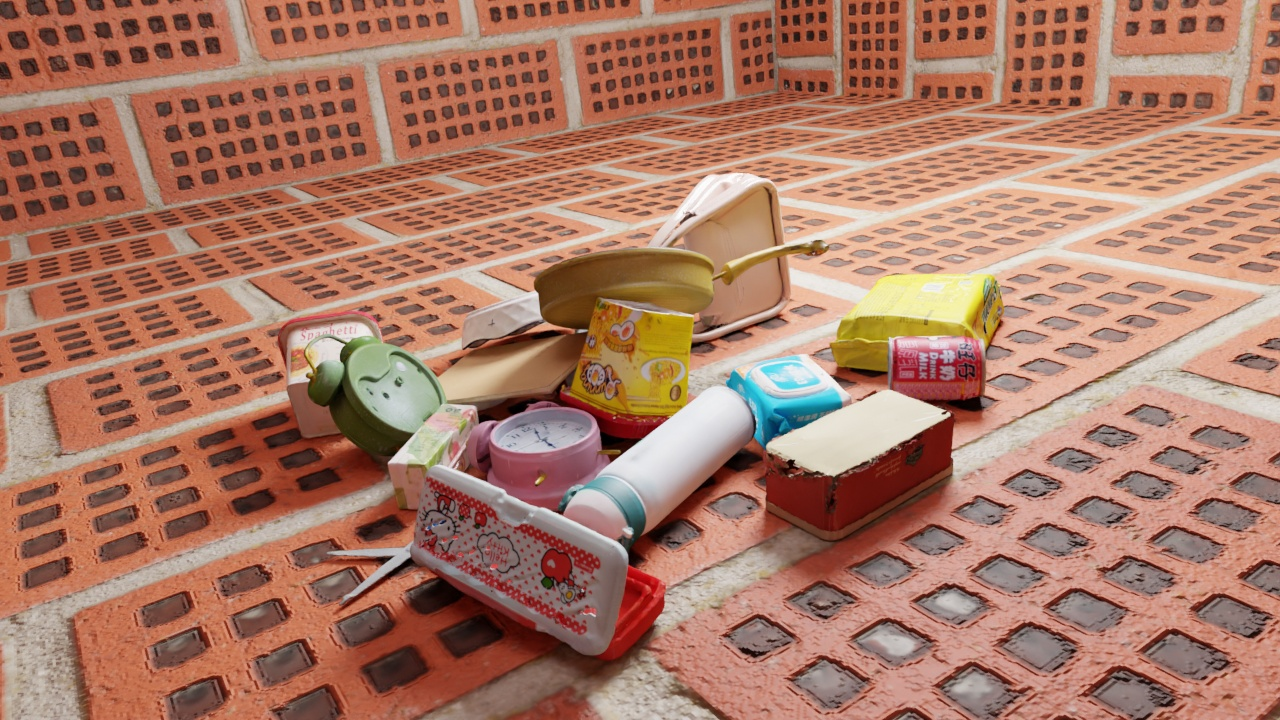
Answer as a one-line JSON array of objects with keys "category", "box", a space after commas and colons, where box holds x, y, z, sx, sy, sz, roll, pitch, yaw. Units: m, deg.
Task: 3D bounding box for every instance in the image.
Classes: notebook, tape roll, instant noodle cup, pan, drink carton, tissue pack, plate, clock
[{"category": "notebook", "box": [-0.151, 0.010, 1.041, 0.212, 0.012, 0.149, -8, 23, 31]}, {"category": "tape roll", "box": [-0.194, 0.037, 1.079, 0.086, 0.014, 0.085, -5, 22, 2]}, {"category": "instant noodle cup", "box": [-0.352, 0.019, 1.053, 0.116, 0.117, 0.124, -9, 34, -8]}, {"category": "pan", "box": [0.057, -0.095, 1.030, 0.357, 0.078, 0.198, -2, -11, -19]}, {"category": "drink carton", "box": [-0.195, 0.092, 0.891, 0.045, 0.053, 0.122, 0, 24, 13]}, {"category": "tissue pack", "box": [0.148, 0.041, 0.911, 0.090, 0.063, 0.140, -10, 23, -9]}, {"category": "plate", "box": [-0.134, -0.063, 1.172, 0.205, 0.045, 0.205, -18, 2, 1]}, {"category": "clock", "box": [-0.099, 0.085, 0.875, 0.117, 0.060, 0.159, -21, 24, -33]}, {"category": "clock", "box": [-0.277, 0.032, 0.951, 0.056, 0.161, 0.115, -42, 8, 27]}, {"category": "instant noodle cup", "box": [-0.005, 0.005, 0.925, 0.115, 0.124, 0.116, 4, 11, -41]}]

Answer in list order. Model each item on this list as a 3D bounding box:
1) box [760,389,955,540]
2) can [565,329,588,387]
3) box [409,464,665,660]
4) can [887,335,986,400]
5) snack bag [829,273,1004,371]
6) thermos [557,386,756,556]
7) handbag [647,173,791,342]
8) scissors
[{"category": "box", "box": [0.189, 0.077, 0.792, 0.168, 0.077, 0.091, -20, 27, -32]}, {"category": "can", "box": [-0.055, -0.009, 1.096, 0.058, 0.058, 0.146, -5, 22, 3]}, {"category": "box", "box": [-0.084, 0.137, 0.674, 0.202, 0.098, 0.095, 16, 36, 34]}, {"category": "can", "box": [0.303, 0.008, 0.945, 0.094, 0.066, 0.066, 0, 23, 14]}, {"category": "snack bag", "box": [0.336, -0.053, 1.089, 0.158, 0.068, 0.245, 6, 24, 27]}, {"category": "thermos", "box": [0.018, 0.095, 0.808, 0.073, 0.073, 0.223, 10, 27, 34]}, {"category": "handbag", "box": [0.085, -0.117, 1.174, 0.233, 0.193, 0.093, -35, 32, -32]}, {"category": "scissors", "box": [-0.182, 0.159, 0.778, 0.163, 0.012, 0.173, 7, 26, 29]}]
